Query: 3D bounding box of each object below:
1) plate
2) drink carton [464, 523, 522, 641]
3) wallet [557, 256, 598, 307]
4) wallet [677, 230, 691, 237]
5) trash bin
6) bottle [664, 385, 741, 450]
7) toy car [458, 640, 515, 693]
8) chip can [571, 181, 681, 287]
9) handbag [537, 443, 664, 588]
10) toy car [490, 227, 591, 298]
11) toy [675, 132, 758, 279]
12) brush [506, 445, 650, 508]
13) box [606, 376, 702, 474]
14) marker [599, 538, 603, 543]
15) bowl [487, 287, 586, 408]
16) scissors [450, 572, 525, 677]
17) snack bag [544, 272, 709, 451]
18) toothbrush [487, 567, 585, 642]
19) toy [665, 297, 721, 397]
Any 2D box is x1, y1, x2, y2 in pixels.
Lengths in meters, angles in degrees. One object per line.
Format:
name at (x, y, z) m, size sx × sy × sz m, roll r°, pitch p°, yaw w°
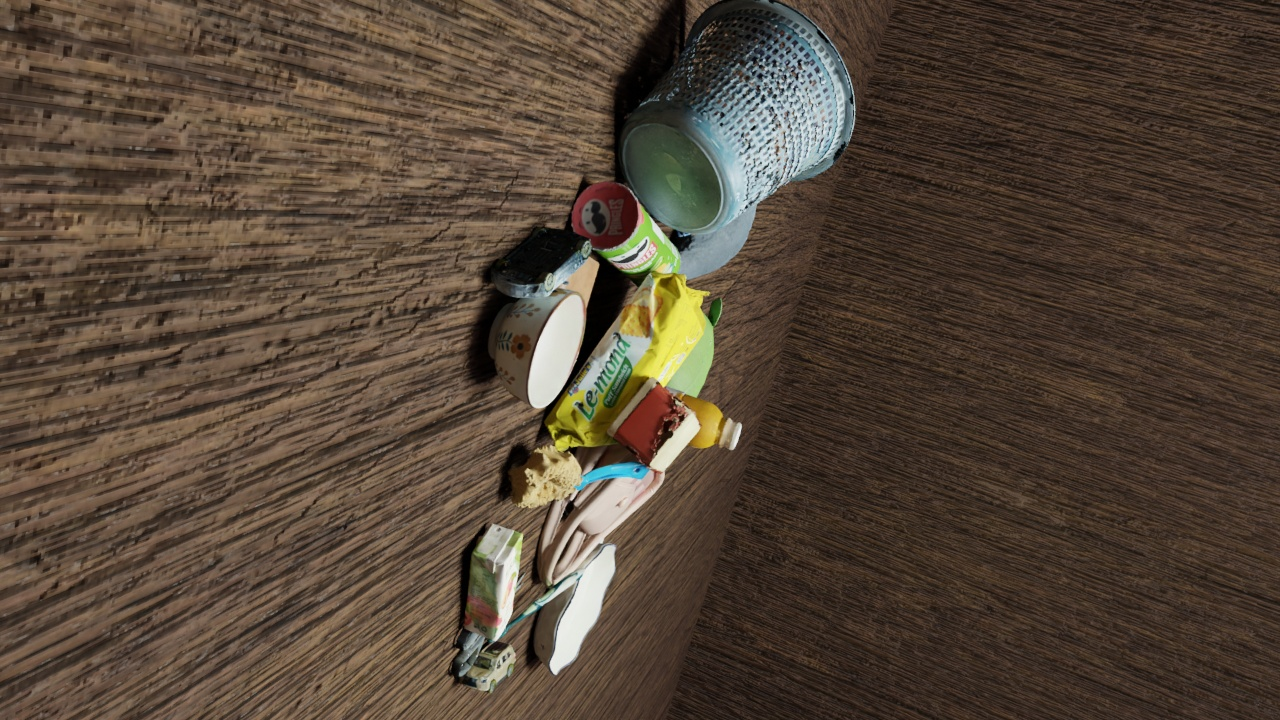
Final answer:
plate at (-0.098, 0.361, 1.367) m, size 0.204 × 0.045 × 0.205 m, roll -57°, pitch 160°, yaw -36°
drink carton at (-0.161, 0.239, 0.994) m, size 0.053 × 0.045 × 0.123 m, roll -59°, pitch 163°, yaw -55°
wallet at (-0.076, -0.065, 0.973) m, size 0.115 × 0.020 × 0.101 m, roll 17°, pitch 92°, yaw -78°
wallet at (0.067, -0.219, 1.201) m, size 0.132 × 0.040 × 0.106 m, roll -33°, pitch 110°, yaw -64°
trash bin at (0.087, -0.250, 1.004) m, size 0.194 × 0.227 × 0.227 m, roll -45°, pitch 154°, yaw -31°
bottle at (0.040, 0.072, 1.224) m, size 0.068 × 0.190 × 0.068 m, roll 19°, pitch 89°, yaw -76°
toy car at (-0.181, 0.364, 1.089) m, size 0.090 × 0.042 × 0.035 m, roll -19°, pitch 117°, yaw -73°
chip can at (-0.009, -0.132, 1.025) m, size 0.236 × 0.072 × 0.072 m, roll 24°, pitch 85°, yaw -76°
handbag at (-0.068, 0.204, 1.253) m, size 0.234 × 0.093 × 0.193 m, roll -55°, pitch 162°, yaw -13°
toy car at (-0.088, -0.086, 0.829) m, size 0.120 × 0.054 × 0.037 m, roll -50°, pitch 153°, yaw -53°
toy at (0.111, -0.221, 1.338) m, size 0.138 × 0.092 × 0.355 m, roll 48°, pitch 57°, yaw -42°
brush at (-0.063, 0.134, 1.075) m, size 0.083 × 0.046 × 0.254 m, roll -52°, pitch 153°, yaw 19°
box at (0.028, 0.085, 1.094) m, size 0.091 × 0.079 × 0.168 m, roll -50°, pitch 168°, yaw -3°
marker at (-0.054, 0.242, 1.443) m, size 0.022 × 0.018 × 0.130 m, roll 7°, pitch 102°, yaw -83°
bowl at (-0.101, -0.018, 0.851) m, size 0.113 × 0.062 × 0.113 m, roll 20°, pitch 89°, yaw -74°
scissors at (-0.180, 0.313, 1.094) m, size 0.172 × 0.014 × 0.145 m, roll 67°, pitch 43°, yaw -73°
snack bag at (-0.006, 0.006, 1.099) m, size 0.246 × 0.068 × 0.158 m, roll -54°, pitch 166°, yaw 6°
toothbrush at (-0.131, 0.309, 1.182) m, size 0.191 × 0.016 × 0.018 m, roll -27°, pitch 126°, yaw -51°
toy at (0.056, 0.005, 1.403) m, size 0.245 × 0.090 × 0.227 m, roll -61°, pitch 149°, yaw -44°
